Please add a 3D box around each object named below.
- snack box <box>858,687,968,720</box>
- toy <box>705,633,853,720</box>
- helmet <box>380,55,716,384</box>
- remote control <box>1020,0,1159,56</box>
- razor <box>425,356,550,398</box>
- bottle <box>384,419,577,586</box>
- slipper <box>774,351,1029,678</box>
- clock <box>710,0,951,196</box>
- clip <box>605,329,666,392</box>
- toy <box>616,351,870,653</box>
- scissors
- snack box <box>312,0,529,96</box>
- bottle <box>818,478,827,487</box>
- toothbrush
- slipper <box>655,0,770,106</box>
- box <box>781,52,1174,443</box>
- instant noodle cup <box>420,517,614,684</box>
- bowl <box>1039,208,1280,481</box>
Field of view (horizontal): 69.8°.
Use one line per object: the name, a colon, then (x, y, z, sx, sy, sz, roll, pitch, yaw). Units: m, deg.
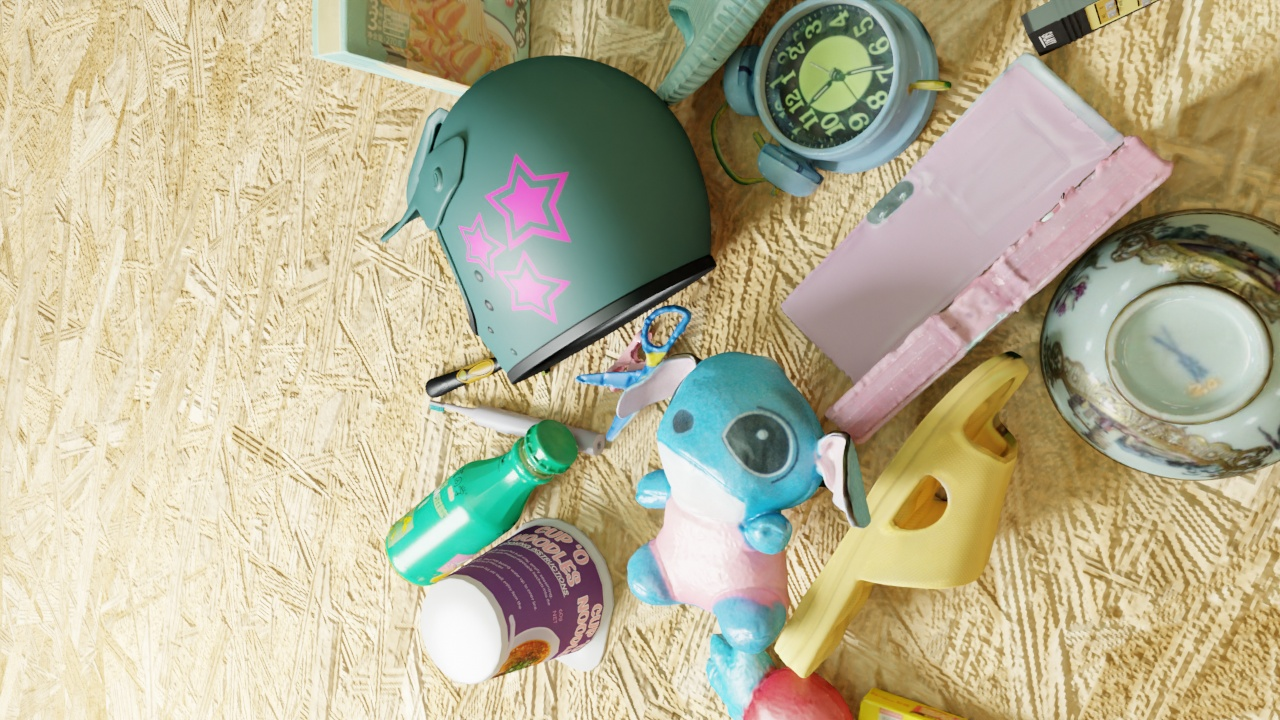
snack box: (0.218, 0.281, 0.612, 0.152, 0.025, 0.075, 10, 99, 30)
toy: (0.097, 0.251, 0.664, 0.133, 0.062, 0.092, 36, 120, 40)
helmet: (-0.077, -0.107, 0.671, 0.276, 0.176, 0.200, -29, 90, 52)
remote control: (0.286, -0.213, 0.513, 0.134, 0.058, 0.013, -21, 83, 31)
razor: (-0.139, 0.009, 0.810, 0.144, 0.021, 0.044, -19, 84, 33)
bottle: (-0.135, 0.120, 0.781, 0.210, 0.068, 0.068, -39, 74, 31)
slipper: (0.179, 0.113, 0.582, 0.078, 0.099, 0.264, 38, 116, 21)
clock: (0.119, -0.177, 0.616, 0.162, 0.060, 0.118, -32, 79, 33)
clip: (-0.008, -0.003, 0.728, 0.060, 0.023, 0.045, -20, 79, 29)
toy: (0.065, 0.093, 0.605, 0.224, 0.098, 0.191, 22, 108, 49)
scissors: (0.014, 0.019, 0.708, 0.123, 0.016, 0.126, 38, 111, 9)
snack box: (-0.159, -0.282, 0.696, 0.044, 0.193, 0.141, 6, 96, 33)
bottle: (0.088, 0.076, 0.670, 0.123, 0.033, 0.033, -4, 92, 32)
toothbrush: (-0.113, 0.054, 0.797, 0.188, 0.018, 0.019, 11, 101, 30)
slipper: (0.080, -0.290, 0.602, 0.069, 0.115, 0.277, 33, 110, -14)
box: (0.185, -0.069, 0.565, 0.115, 0.106, 0.233, 47, 117, 9)
instant noodle cup: (-0.102, 0.207, 0.742, 0.122, 0.121, 0.136, -34, 77, 28)
bowl: (0.298, -0.005, 0.501, 0.160, 0.093, 0.160, 3, 96, 31)
